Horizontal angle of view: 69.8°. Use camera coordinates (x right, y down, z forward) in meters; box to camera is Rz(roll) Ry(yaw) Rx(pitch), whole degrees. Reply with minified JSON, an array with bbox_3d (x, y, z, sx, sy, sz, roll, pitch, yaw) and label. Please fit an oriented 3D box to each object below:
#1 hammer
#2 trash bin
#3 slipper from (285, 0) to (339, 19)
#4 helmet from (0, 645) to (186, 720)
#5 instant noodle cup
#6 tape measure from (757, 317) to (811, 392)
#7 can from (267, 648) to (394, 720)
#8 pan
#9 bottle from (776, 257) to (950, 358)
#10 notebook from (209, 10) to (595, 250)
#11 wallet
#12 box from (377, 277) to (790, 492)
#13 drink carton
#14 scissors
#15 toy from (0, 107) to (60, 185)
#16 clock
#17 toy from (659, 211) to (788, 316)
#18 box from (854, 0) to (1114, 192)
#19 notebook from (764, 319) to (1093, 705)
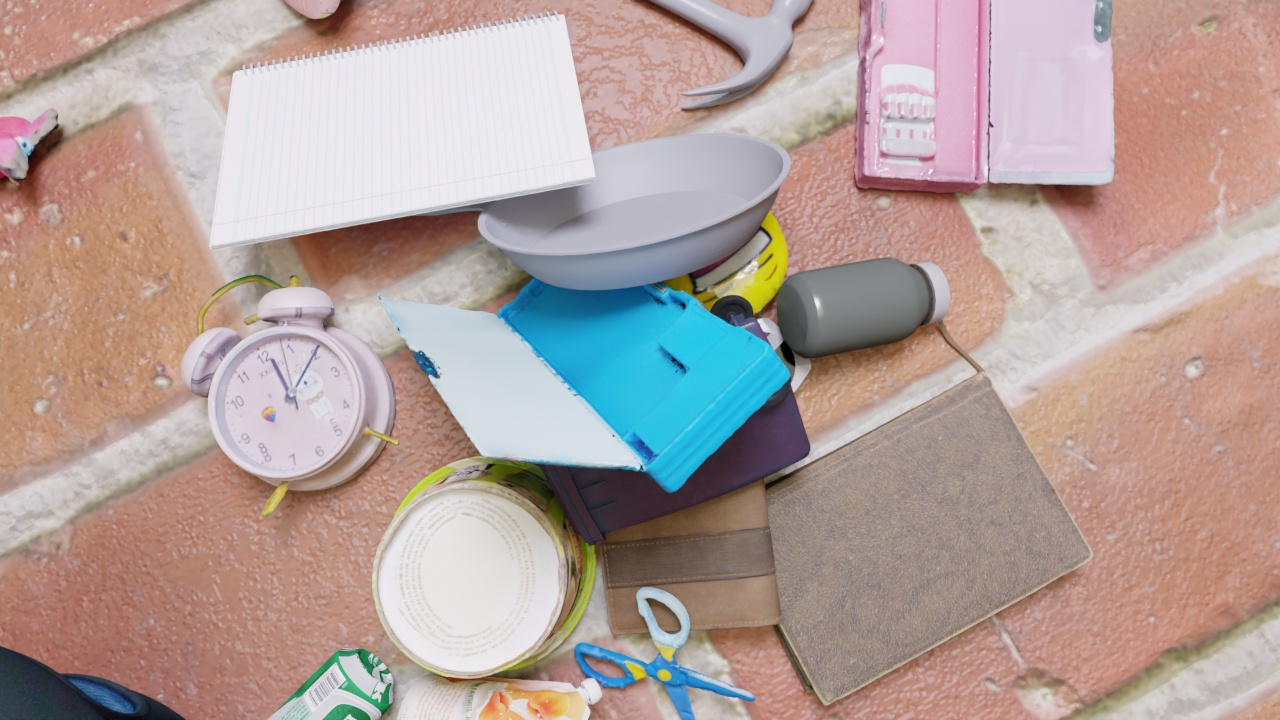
[{"bbox_3d":[-0.031,-0.293,0.675,0.311,0.029,0.125,29,84,3],"label":"hammer"},{"bbox_3d":[0.016,0.040,0.588,0.161,0.093,0.092,-21,121,3],"label":"trash bin"},{"bbox_3d":[-0.253,-0.339,0.658,0.081,0.093,0.197,-29,83,-23],"label":"slipper"},{"bbox_3d":[-0.349,0.294,0.510,0.249,0.236,0.316,-38,84,-4],"label":"helmet"},{"bbox_3d":[-0.104,0.134,0.595,0.146,0.098,0.146,0,84,0],"label":"instant noodle cup"},{"bbox_3d":[0.081,0.006,0.649,0.064,0.017,0.065,42,86,4],"label":"tape measure"},{"bbox_3d":[-0.212,0.240,0.606,0.053,0.053,0.101,44,85,4],"label":"can"},{"bbox_3d":[-0.078,-0.100,0.615,0.357,0.200,0.051,-2,120,19],"label":"pan"},{"bbox_3d":[0.152,-0.038,0.628,0.108,0.060,0.060,-11,84,-15],"label":"bottle"},{"bbox_3d":[-0.163,-0.164,0.628,0.245,0.013,0.177,-10,56,-1],"label":"notebook"},{"bbox_3d":[0.030,0.131,0.615,0.121,0.027,0.098,-9,87,20],"label":"wallet"},{"bbox_3d":[-0.045,0.001,0.545,0.170,0.243,0.071,-20,118,-19],"label":"box"},{"bbox_3d":[-0.090,0.229,0.587,0.122,0.069,0.039,-3,117,20],"label":"drink carton"},{"bbox_3d":[0.017,0.199,0.610,0.125,0.015,0.127,15,119,10],"label":"scissors"},{"bbox_3d":[-0.470,-0.153,0.656,0.102,0.050,0.065,12,48,4],"label":"toy"},{"bbox_3d":[-0.242,0.015,0.627,0.117,0.059,0.158,-31,84,-3],"label":"clock"},{"bbox_3d":[0.057,-0.071,0.645,0.095,0.041,0.094,-35,80,-3],"label":"toy"},{"bbox_3d":[0.246,-0.236,0.663,0.179,0.039,0.232,4,84,4],"label":"box"},{"bbox_3d":[0.170,0.100,0.631,0.215,0.034,0.190,-27,83,-2],"label":"notebook"}]
